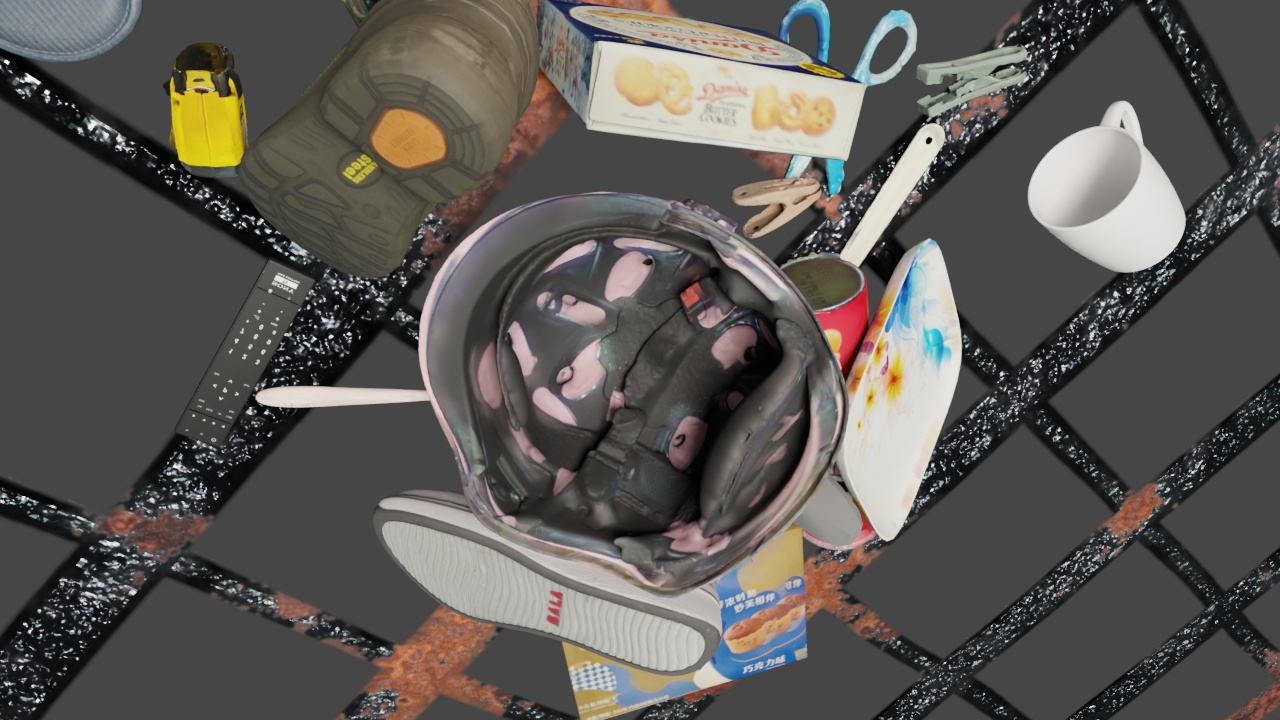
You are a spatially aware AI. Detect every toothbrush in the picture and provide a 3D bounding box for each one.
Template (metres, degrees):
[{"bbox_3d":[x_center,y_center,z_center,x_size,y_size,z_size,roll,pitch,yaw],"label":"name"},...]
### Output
[{"bbox_3d":[-0.166,0.026,0.627,0.181,0.018,0.016,1,119,-17],"label":"toothbrush"}]

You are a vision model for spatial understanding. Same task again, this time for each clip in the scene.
[{"bbox_3d":[0.220,-0.196,0.612,0.078,0.023,0.049,-27,125,2],"label":"clip"},{"bbox_3d":[0.089,-0.111,0.616,0.060,0.024,0.039,-32,123,14],"label":"clip"}]

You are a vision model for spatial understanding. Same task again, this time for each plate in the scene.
[{"bbox_3d":[0.188,0.024,0.665,0.186,0.016,0.187,-62,143,-20],"label":"plate"}]

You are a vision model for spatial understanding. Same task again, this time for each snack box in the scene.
[{"bbox_3d":[0.025,-0.157,0.499,0.144,0.145,0.043,2,118,-19],"label":"snack box"},{"bbox_3d":[0.030,0.199,0.760,0.202,0.069,0.155,-14,122,-9],"label":"snack box"}]

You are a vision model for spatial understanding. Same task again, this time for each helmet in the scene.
[{"bbox_3d":[-0.003,0.003,0.577,0.255,0.152,0.230,26,110,-4],"label":"helmet"}]

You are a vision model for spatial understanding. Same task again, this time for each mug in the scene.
[{"bbox_3d":[0.346,-0.128,0.667,0.087,0.081,0.114,25,79,-35],"label":"mug"}]

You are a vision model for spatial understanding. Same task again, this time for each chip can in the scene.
[{"bbox_3d":[0.139,0.037,0.680,0.073,0.073,0.233,-19,127,-6],"label":"chip can"}]

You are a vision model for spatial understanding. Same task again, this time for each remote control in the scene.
[{"bbox_3d":[-0.254,-0.003,0.586,0.030,0.009,0.140,27,109,-29],"label":"remote control"}]

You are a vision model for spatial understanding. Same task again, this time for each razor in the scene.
[{"bbox_3d":[0.094,0.078,0.663,0.060,0.156,0.057,-20,138,-59],"label":"razor"}]

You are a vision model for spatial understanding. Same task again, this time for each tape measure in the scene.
[{"bbox_3d":[-0.230,-0.129,0.485,0.037,0.065,0.064,-4,122,-19],"label":"tape measure"}]

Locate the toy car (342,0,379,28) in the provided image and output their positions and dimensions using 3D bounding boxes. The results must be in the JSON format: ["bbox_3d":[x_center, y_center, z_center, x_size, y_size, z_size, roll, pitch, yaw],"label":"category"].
[{"bbox_3d":[-0.132,-0.188,0.497,0.049,0.030,0.107,-19,141,-4],"label":"toy car"}]

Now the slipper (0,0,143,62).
[{"bbox_3d":[-0.335,-0.235,0.380,0.101,0.082,0.263,-33,123,6],"label":"slipper"}]

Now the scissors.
[{"bbox_3d":[0.116,-0.172,0.601,0.114,0.013,0.141,17,116,-25],"label":"scissors"}]

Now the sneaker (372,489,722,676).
[{"bbox_3d":[-0.060,0.126,0.663,0.263,0.128,0.097,13,128,10],"label":"sneaker"}]

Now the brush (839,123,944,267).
[{"bbox_3d":[0.153,-0.074,0.670,0.033,0.012,0.218,21,111,-26],"label":"brush"}]

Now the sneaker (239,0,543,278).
[{"bbox_3d":[-0.122,-0.138,0.474,0.101,0.239,0.142,36,61,-25],"label":"sneaker"}]
